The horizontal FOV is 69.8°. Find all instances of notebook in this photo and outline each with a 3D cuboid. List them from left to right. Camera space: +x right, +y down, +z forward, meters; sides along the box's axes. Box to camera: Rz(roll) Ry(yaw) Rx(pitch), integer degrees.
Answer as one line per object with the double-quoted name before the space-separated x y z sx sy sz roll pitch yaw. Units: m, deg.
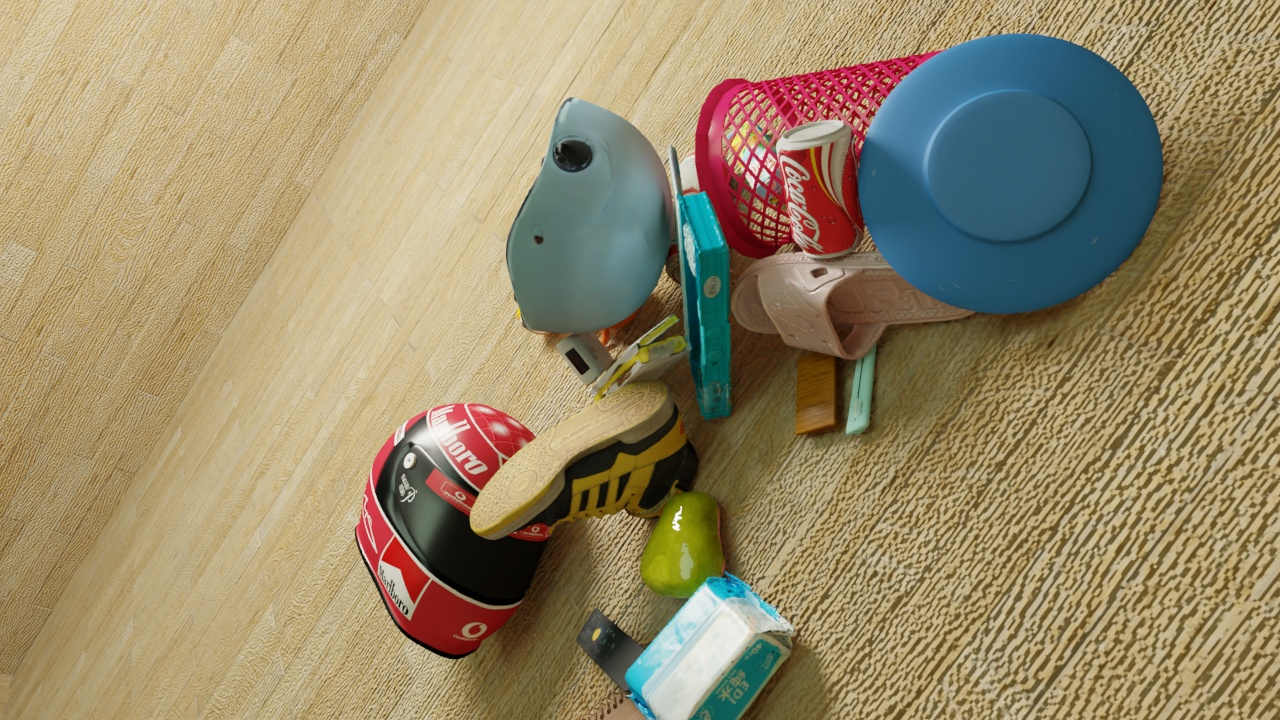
"notebook" -0.019 0.386 0.829 0.211 0.022 0.169 -46 38 20

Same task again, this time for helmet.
"helmet" -0.204 0.168 1.067 0.225 0.197 0.271 -54 44 9
"helmet" -0.048 -0.153 1.015 0.226 0.167 0.265 95 -176 -74

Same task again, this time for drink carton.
"drink carton" 0.139 -0.232 1.063 0.044 0.038 0.128 -42 39 24

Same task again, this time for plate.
"plate" 0.285 -0.149 0.715 0.225 0.024 0.224 -1 86 16

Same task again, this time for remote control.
"remote control" -0.064 -0.008 1.083 0.025 0.060 0.138 -37 3 10
"remote control" -0.027 0.280 0.892 0.041 0.020 0.152 -58 21 -10

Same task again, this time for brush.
"brush" 0.170 0.011 0.867 0.049 0.017 0.126 -23 49 41

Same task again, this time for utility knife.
"utility knife" 0.203 0.012 0.831 0.022 0.015 0.120 -17 49 46

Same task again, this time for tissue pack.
"tissue pack" 0.060 0.256 0.776 0.144 0.061 0.093 -49 33 -7

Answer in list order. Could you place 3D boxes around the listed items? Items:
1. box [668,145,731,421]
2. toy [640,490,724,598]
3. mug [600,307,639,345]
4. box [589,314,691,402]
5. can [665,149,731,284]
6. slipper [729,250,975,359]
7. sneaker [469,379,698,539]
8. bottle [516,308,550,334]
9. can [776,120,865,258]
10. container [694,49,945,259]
"box" 0.055 -0.077 0.925 0.039 0.227 0.181 -9 46 -2
"toy" 0.045 0.174 0.878 0.090 0.051 0.109 -12 54 44
"mug" -0.057 -0.070 1.170 0.096 0.077 0.113 21 110 55
"box" -0.007 0.004 0.981 0.044 0.065 0.210 63 159 7
"can" 0.070 -0.168 1.079 0.067 0.067 0.169 -21 50 42
"slipper" 0.178 -0.047 0.811 0.240 0.094 0.064 -3 50 37
"sneaker" -0.049 0.128 0.941 0.238 0.122 0.086 -34 32 1
"bottle" -0.131 -0.093 1.281 0.063 0.063 0.108 -11 57 47
"can" 0.155 -0.145 0.782 0.064 0.105 0.064 -13 25 6
"container" 0.196 -0.202 0.868 0.226 0.183 0.183 -3 63 42
